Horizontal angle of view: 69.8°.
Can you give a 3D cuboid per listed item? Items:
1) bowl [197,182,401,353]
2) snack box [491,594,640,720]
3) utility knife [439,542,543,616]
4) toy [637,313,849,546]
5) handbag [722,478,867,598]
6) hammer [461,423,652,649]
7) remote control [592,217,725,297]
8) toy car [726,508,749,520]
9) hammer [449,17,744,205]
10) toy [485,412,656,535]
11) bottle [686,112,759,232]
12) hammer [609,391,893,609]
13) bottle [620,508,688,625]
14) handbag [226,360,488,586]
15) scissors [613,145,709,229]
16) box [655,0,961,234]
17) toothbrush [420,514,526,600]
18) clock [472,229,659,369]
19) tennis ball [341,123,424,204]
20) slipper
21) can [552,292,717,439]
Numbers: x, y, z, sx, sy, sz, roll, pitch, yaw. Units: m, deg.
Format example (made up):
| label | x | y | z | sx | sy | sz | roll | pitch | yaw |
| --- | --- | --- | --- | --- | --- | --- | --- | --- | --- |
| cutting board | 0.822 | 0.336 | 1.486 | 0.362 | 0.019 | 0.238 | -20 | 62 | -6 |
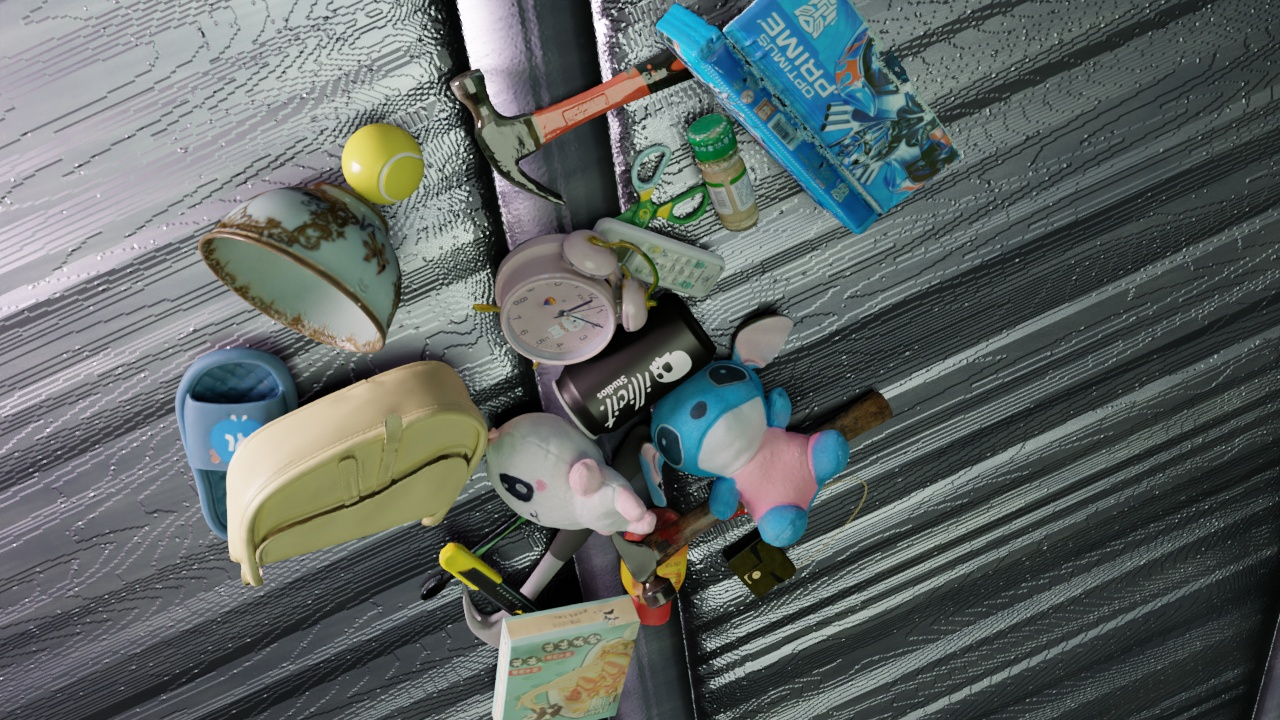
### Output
| label | x | y | z | sx | sy | sz | roll | pitch | yaw |
| --- | --- | --- | --- | --- | --- | --- | --- | --- | --- |
| bowl | -0.260 | -0.087 | 0.750 | 0.160 | 0.160 | 0.093 | 35 | 63 | -26 |
| snack box | -0.086 | 0.341 | 1.015 | 0.141 | 0.044 | 0.194 | -5 | 132 | -20 |
| utility knife | -0.144 | 0.246 | 0.966 | 0.029 | 0.020 | 0.174 | -41 | 120 | 7 |
| toy | 0.109 | 0.073 | 0.907 | 0.191 | 0.099 | 0.224 | 36 | 81 | 10 |
| handbag | 0.185 | 0.196 | 1.048 | 0.178 | 0.027 | 0.084 | -37 | 118 | 5 |
| hammer | -0.079 | 0.190 | 0.982 | 0.125 | 0.029 | 0.311 | 30 | 106 | -25 |
| remote control | 0.013 | -0.096 | 0.852 | 0.133 | 0.022 | 0.050 | 16 | 132 | -24 |
| toy car | 0.119 | 0.154 | 1.011 | 0.089 | 0.025 | 0.038 | -5 | 117 | -11 |
| hammer | 0.017 | -0.246 | 0.786 | 0.333 | 0.033 | 0.133 | -25 | 117 | -1 |
| toy | -0.065 | 0.117 | 0.880 | 0.101 | 0.180 | 0.139 | -52 | 151 | -25 |
| bottle | 0.077 | -0.166 | 0.823 | 0.042 | 0.042 | 0.110 | -27 | 131 | 1 |
| hammer | 0.120 | 0.121 | 0.963 | 0.330 | 0.033 | 0.120 | -31 | 93 | -9 |
| bottle | 0.014 | 0.230 | 1.011 | 0.071 | 0.048 | 0.134 | -2 | 116 | -11 |
| handbag | -0.254 | 0.108 | 0.830 | 0.232 | 0.088 | 0.191 | -15 | 130 | -30 |
| scissors | -0.002 | -0.143 | 0.841 | 0.131 | 0.012 | 0.112 | -24 | 123 | 1 |
| box | 0.143 | -0.219 | 0.756 | 0.114 | 0.114 | 0.243 | -46 | 128 | 11 |
| toothbrush | -0.162 | 0.194 | 0.975 | 0.188 | 0.017 | 0.014 | -39 | 122 | 4 |
| clock | -0.057 | -0.058 | 0.820 | 0.158 | 0.058 | 0.117 | -24 | 130 | 19 |
| tennis ball | -0.211 | -0.161 | 0.753 | 0.065 | 0.065 | 0.065 | -5 | 117 | -11 |
| slipper | -0.371 | 0.085 | 0.844 | 0.103 | 0.059 | 0.214 | 3 | 117 | -12 |
| can | -0.005 | 0.005 | 0.876 | 0.146 | 0.080 | 0.080 | -36 | 118 | 6 |
